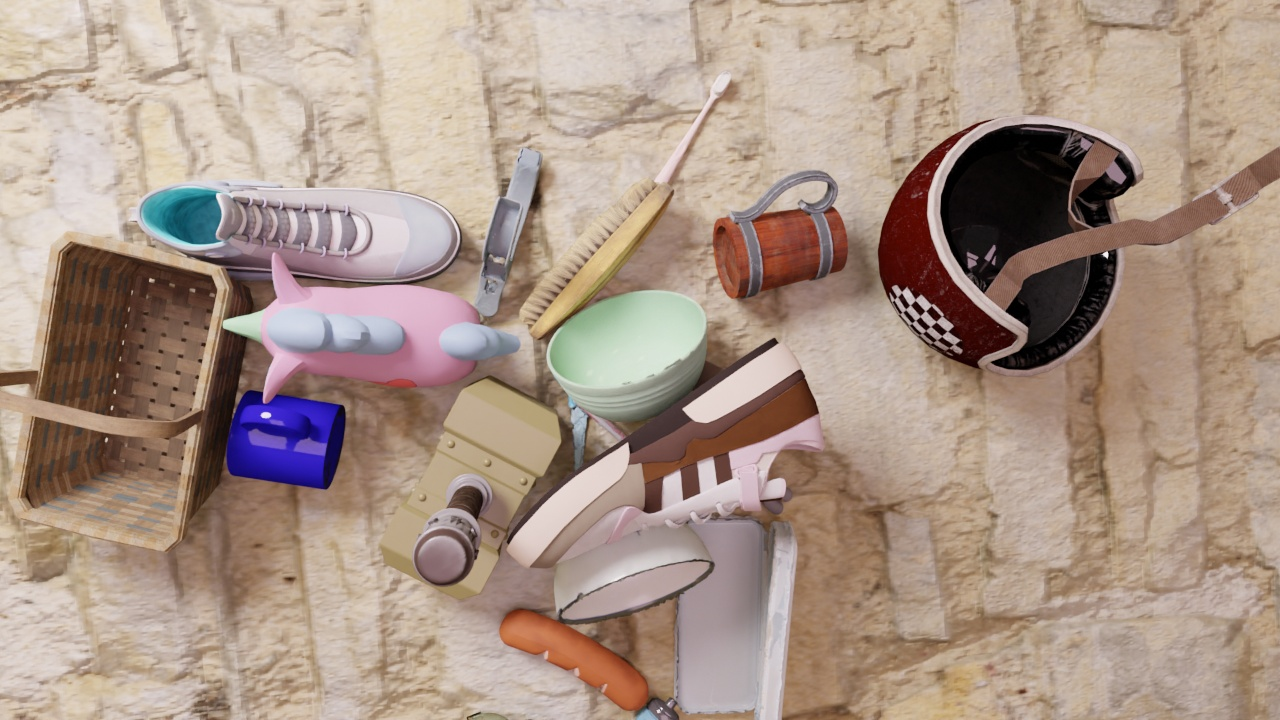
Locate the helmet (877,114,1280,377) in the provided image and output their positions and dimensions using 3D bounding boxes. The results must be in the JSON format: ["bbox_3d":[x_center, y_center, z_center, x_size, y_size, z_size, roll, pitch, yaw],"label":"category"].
[{"bbox_3d":[0.343,-0.107,0.824,0.234,0.254,0.233,37,83,8],"label":"helmet"}]

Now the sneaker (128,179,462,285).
[{"bbox_3d":[-0.290,-0.115,0.797,0.256,0.160,0.093,2,92,-5],"label":"sneaker"}]

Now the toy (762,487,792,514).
[{"bbox_3d":[0.101,0.119,0.920,0.111,0.030,0.049,29,104,-12],"label":"toy"}]

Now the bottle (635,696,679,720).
[{"bbox_3d":[-0.006,0.391,0.915,0.040,0.040,0.130,38,88,-7],"label":"bottle"}]

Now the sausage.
[{"bbox_3d":[-0.062,0.293,0.904,0.164,0.039,0.044,32,95,-7],"label":"sausage"}]

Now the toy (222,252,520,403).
[{"bbox_3d":[-0.224,-0.022,0.801,0.222,0.171,0.120,5,92,3],"label":"toy"}]

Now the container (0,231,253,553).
[{"bbox_3d":[-0.431,0.029,0.759,0.157,0.186,0.250,13,96,-1],"label":"container"}]

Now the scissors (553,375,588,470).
[{"bbox_3d":[-0.061,0.047,0.908,0.055,0.015,0.136,0,98,-16],"label":"scissors"}]

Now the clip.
[{"bbox_3d":[-0.119,-0.137,0.858,0.031,0.169,0.164,19,57,-7],"label":"clip"}]

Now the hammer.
[{"bbox_3d":[-0.142,0.120,0.741,0.100,0.325,0.190,28,89,-6],"label":"hammer"}]

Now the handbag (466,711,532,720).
[{"bbox_3d":[-0.121,0.433,0.877,0.116,0.113,0.186,-3,96,-20],"label":"handbag"}]

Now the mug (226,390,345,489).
[{"bbox_3d":[-0.320,0.067,0.827,0.083,0.111,0.079,10,67,-7],"label":"mug"}]

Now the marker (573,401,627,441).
[{"bbox_3d":[-0.014,0.080,0.908,0.142,0.013,0.013,42,87,-12],"label":"marker"}]

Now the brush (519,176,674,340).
[{"bbox_3d":[-0.042,-0.099,0.876,0.043,0.059,0.195,43,94,4],"label":"brush"}]

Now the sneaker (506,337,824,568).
[{"bbox_3d":[0.030,0.109,0.783,0.293,0.112,0.116,-34,83,-6],"label":"sneaker"}]

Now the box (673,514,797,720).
[{"bbox_3d":[0.100,0.263,0.890,0.130,0.105,0.210,-1,93,-3],"label":"box"}]

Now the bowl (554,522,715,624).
[{"bbox_3d":[-0.013,0.187,0.861,0.153,0.154,0.072,-17,65,-6],"label":"bowl"}]

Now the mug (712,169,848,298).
[{"bbox_3d":[0.135,-0.122,0.878,0.111,0.081,0.118,-11,130,-10],"label":"mug"}]

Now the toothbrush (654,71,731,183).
[{"bbox_3d":[0.039,-0.205,0.903,0.015,0.018,0.181,32,90,-5],"label":"toothbrush"}]

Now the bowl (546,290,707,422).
[{"bbox_3d":[-0.005,0.005,0.851,0.151,0.150,0.077,-21,124,-6],"label":"bowl"}]

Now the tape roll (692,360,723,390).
[{"bbox_3d":[0.089,0.032,0.882,0.093,0.094,0.030,28,89,-7],"label":"tape roll"}]
